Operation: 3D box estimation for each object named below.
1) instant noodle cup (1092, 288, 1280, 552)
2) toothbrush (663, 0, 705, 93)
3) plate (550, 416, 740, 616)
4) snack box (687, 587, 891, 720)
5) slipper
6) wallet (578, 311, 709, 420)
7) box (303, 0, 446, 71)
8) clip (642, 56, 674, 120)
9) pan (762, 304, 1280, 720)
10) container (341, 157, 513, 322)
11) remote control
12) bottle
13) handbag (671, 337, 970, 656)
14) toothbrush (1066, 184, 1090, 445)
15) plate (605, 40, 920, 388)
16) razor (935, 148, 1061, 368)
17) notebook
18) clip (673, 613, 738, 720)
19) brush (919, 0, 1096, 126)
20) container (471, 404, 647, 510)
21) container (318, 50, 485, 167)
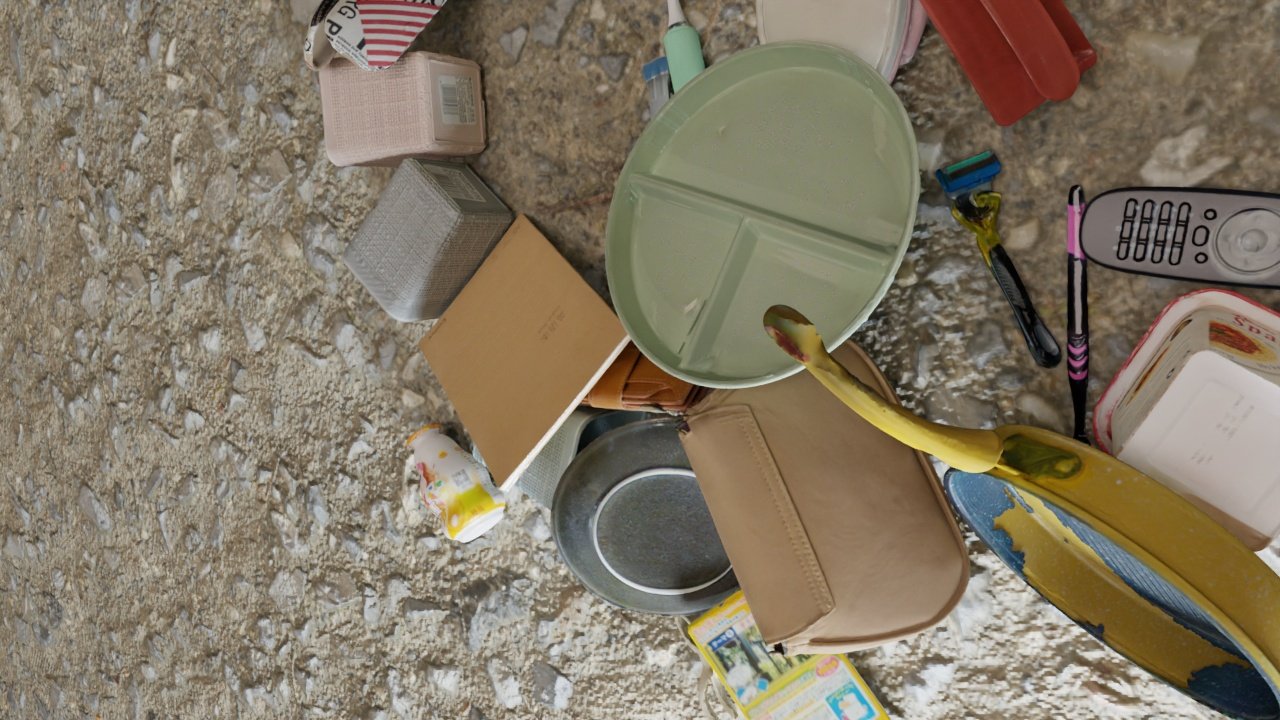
[{"bbox_3d":[0.310,0.034,0.482,0.116,0.124,0.117,35,115,23],"label":"instant noodle cup"},{"bbox_3d":[0.036,-0.208,0.671,0.027,0.026,0.224,-9,94,55],"label":"toothbrush"},{"bbox_3d":[0.021,0.125,0.689,0.179,0.024,0.180,1,113,1],"label":"plate"},{"bbox_3d":[0.109,0.232,0.681,0.087,0.034,0.140,-36,80,2],"label":"snack box"},{"bbox_3d":[0.136,-0.288,0.572,0.114,0.054,0.275,18,118,33],"label":"slipper"},{"bbox_3d":[-0.004,0.004,0.690,0.131,0.118,0.035,2,129,31],"label":"wallet"},{"bbox_3d":[-0.209,-0.295,0.755,0.075,0.161,0.086,36,155,-22],"label":"box"},{"bbox_3d":[0.018,-0.199,0.692,0.024,0.028,0.057,-14,83,31],"label":"clip"},{"bbox_3d":[0.194,0.073,0.467,0.078,0.198,0.357,-47,112,-7],"label":"pan"},{"bbox_3d":[-0.180,-0.107,0.793,0.090,0.090,0.114,47,116,16],"label":"container"},{"bbox_3d":[0.321,-0.070,0.515,0.137,0.024,0.053,12,103,29],"label":"remote control"},{"bbox_3d":[-0.173,0.110,0.842,0.063,0.063,0.108,-43,75,31],"label":"bottle"},{"bbox_3d":[0.117,0.090,0.611,0.147,0.100,0.204,-19,77,-10],"label":"handbag"},{"bbox_3d":[0.269,-0.012,0.564,0.014,0.017,0.189,0,98,34],"label":"toothbrush"},{"bbox_3d":[0.072,-0.093,0.593,0.231,0.027,0.230,-10,73,36],"label":"plate"},{"bbox_3d":[0.230,-0.060,0.579,0.042,0.022,0.142,-24,89,-10],"label":"razor"},{"bbox_3d":[-0.099,-0.016,0.722,0.149,0.012,0.211,-51,42,9],"label":"notebook"},{"bbox_3d":[0.061,0.253,0.736,0.099,0.035,0.098,26,113,27],"label":"clip"},{"bbox_3d":[0.192,-0.207,0.513,0.063,0.069,0.146,-36,103,14],"label":"brush"},{"bbox_3d":[-0.070,0.060,0.754,0.111,0.089,0.090,25,111,31],"label":"container"},{"bbox_3d":[-0.199,-0.214,0.785,0.111,0.089,0.090,3,100,29],"label":"container"}]
